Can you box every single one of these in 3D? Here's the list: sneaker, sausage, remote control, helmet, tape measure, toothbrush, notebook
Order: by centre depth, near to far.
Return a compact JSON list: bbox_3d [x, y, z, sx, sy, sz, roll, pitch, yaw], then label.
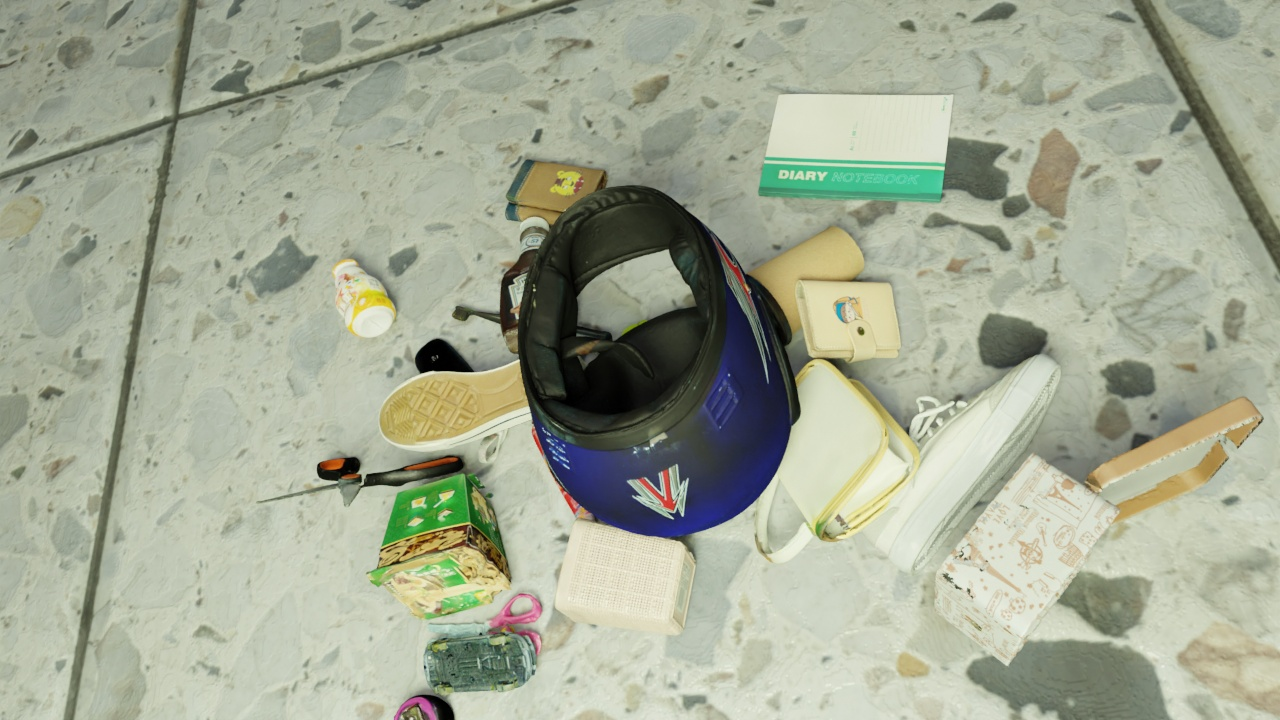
[{"bbox_3d":[0.293,0.082,0.865,0.091,0.089,0.242,38,86,33],"label":"sneaker"},{"bbox_3d":[0.020,0.015,0.881,0.248,0.240,0.314,-19,52,14],"label":"helmet"},{"bbox_3d":[-0.213,0.358,0.899,0.057,0.039,0.058,-31,59,0],"label":"tape measure"},{"bbox_3d":[-0.084,0.125,0.991,0.020,0.020,0.155,-32,59,-1],"label":"sausage"},{"bbox_3d":[-0.166,0.050,1.014,0.241,0.088,0.118,-16,68,8],"label":"sneaker"},{"bbox_3d":[-0.225,0.020,1.084,0.053,0.024,0.136,-42,60,-6],"label":"remote control"},{"bbox_3d":[-0.133,-0.040,1.086,0.213,0.026,0.027,12,60,22],"label":"toothbrush"},{"bbox_3d":[0.254,-0.253,1.086,0.209,0.012,0.150,6,67,19],"label":"notebook"}]

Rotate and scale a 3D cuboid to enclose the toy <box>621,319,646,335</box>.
[{"bbox_3d":[-0.006,0.006,1.021,0.100,0.031,0.096,-25,64,8],"label":"toy"}]

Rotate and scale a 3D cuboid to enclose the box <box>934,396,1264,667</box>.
[{"bbox_3d":[0.369,0.131,0.760,0.110,0.179,0.259,39,82,29],"label":"box"}]

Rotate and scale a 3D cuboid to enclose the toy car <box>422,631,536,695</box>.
[{"bbox_3d":[-0.161,0.300,0.910,0.121,0.036,0.054,-13,85,22],"label":"toy car"}]

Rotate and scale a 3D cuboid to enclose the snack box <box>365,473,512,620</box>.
[{"bbox_3d":[-0.204,0.188,0.951,0.117,0.118,0.105,-17,48,7],"label":"snack box"}]

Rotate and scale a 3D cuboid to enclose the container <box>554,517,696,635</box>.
[{"bbox_3d":[-0.011,0.212,0.886,0.111,0.090,0.089,6,66,16],"label":"container"}]

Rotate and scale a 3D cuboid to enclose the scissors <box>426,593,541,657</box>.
[{"bbox_3d":[-0.163,0.269,0.943,0.137,0.017,0.073,-2,73,19],"label":"scissors"}]

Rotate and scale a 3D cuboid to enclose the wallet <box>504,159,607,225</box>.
[{"bbox_3d":[-0.108,-0.210,1.163,0.115,0.033,0.090,12,67,18],"label":"wallet"}]

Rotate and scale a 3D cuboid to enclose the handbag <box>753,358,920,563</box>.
[{"bbox_3d":[0.167,0.106,0.875,0.179,0.063,0.163,-53,28,15],"label":"handbag"}]

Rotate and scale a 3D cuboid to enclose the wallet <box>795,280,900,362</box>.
[{"bbox_3d":[0.216,-0.040,0.942,0.115,0.024,0.087,-1,77,-27],"label":"wallet"}]

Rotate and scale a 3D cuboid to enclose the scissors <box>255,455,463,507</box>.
[{"bbox_3d":[-0.295,0.129,0.979,0.220,0.235,0.022,-6,96,-26],"label":"scissors"}]

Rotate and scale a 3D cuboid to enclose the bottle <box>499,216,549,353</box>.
[{"bbox_3d":[-0.125,-0.094,1.082,0.080,0.044,0.194,-8,49,4],"label":"bottle"}]

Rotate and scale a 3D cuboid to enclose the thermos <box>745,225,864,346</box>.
[{"bbox_3d":[0.166,-0.080,0.984,0.143,0.093,0.093,-35,59,-13],"label":"thermos"}]

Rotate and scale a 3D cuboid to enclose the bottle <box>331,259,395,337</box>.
[{"bbox_3d":[-0.352,-0.080,1.152,0.063,0.063,0.108,-35,59,-2],"label":"bottle"}]
